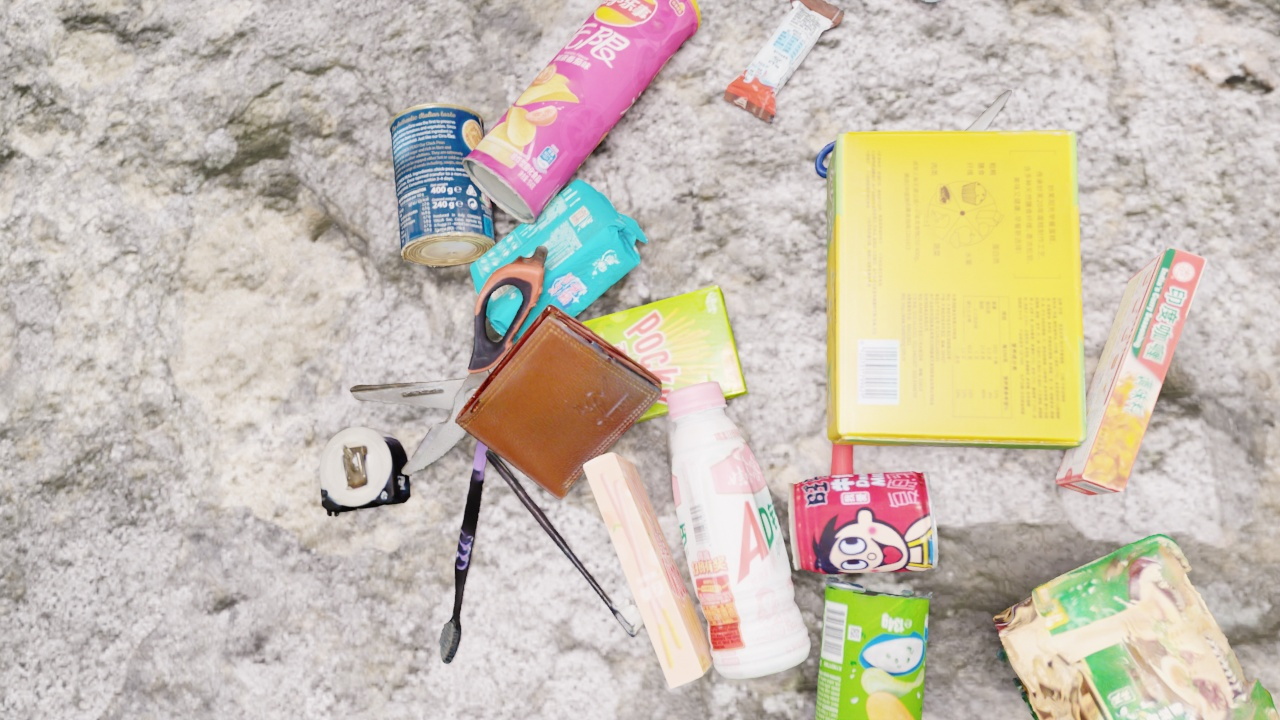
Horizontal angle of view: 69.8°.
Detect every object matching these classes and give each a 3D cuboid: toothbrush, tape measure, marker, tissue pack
[{"bbox_3d":[-0.135,0.137,0.708,0.014,0.017,0.189,5,80,14],"label":"toothbrush"},{"bbox_3d":[-0.220,0.086,0.727,0.066,0.033,0.066,-12,78,9],"label":"tape measure"},{"bbox_3d":[-0.060,0.133,0.692,0.018,0.015,0.181,-43,75,-4],"label":"toothbrush"},{"bbox_3d":[0.148,0.015,0.665,0.017,0.017,0.145,1,80,13],"label":"marker"},{"bbox_3d":[-0.064,-0.074,0.694,0.133,0.050,0.093,-39,39,5],"label":"tissue pack"}]

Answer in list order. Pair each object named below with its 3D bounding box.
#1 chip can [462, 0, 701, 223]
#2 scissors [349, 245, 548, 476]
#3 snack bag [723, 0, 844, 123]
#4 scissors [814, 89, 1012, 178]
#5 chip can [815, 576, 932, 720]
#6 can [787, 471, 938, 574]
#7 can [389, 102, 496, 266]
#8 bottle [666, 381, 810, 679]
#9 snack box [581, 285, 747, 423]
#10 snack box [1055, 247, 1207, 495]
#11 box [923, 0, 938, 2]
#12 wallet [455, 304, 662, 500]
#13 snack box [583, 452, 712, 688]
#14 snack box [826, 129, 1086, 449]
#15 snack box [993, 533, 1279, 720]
[{"bbox_3d":[-0.043,-0.204,0.699,0.071,0.071,0.210,34,78,16],"label":"chip can"},{"bbox_3d":[-0.100,0.018,0.665,0.189,0.015,0.226,29,115,-11],"label":"scissors"},{"bbox_3d":[0.111,-0.238,0.713,0.048,0.026,0.104,33,88,10],"label":"snack bag"},{"bbox_3d":[0.211,-0.137,0.681,0.174,0.012,0.162,18,83,14],"label":"scissors"},{"bbox_3d":[0.144,0.264,0.593,0.072,0.072,0.236,4,81,13],"label":"chip can"},{"bbox_3d":[0.149,0.110,0.621,0.094,0.066,0.066,-5,79,12],"label":"can"},{"bbox_3d":[-0.157,-0.136,0.731,0.075,0.075,0.111,-10,78,11],"label":"can"},{"bbox_3d":[0.061,0.113,0.634,0.068,0.068,0.197,-16,81,9],"label":"bottle"},{"bbox_3d":[-0.004,0.004,0.696,0.156,0.026,0.085,-15,78,9],"label":"snack box"},{"bbox_3d":[0.316,0.011,0.596,0.027,0.077,0.155,21,85,15],"label":"snack box"},{"bbox_3d":[0.198,-0.380,0.714,0.201,0.039,0.158,41,92,16],"label":"box"},{"bbox_3d":[-0.058,0.032,0.643,0.101,0.032,0.125,36,115,-17],"label":"wallet"},{"bbox_3d":[0.007,0.143,0.639,0.026,0.084,0.157,-25,76,4],"label":"snack box"},{"bbox_3d":[0.208,-0.046,0.623,0.158,0.070,0.210,1,82,5],"label":"snack box"},{"bbox_3d":[0.282,0.179,0.560,0.117,0.105,0.118,-25,77,5],"label":"snack box"}]
